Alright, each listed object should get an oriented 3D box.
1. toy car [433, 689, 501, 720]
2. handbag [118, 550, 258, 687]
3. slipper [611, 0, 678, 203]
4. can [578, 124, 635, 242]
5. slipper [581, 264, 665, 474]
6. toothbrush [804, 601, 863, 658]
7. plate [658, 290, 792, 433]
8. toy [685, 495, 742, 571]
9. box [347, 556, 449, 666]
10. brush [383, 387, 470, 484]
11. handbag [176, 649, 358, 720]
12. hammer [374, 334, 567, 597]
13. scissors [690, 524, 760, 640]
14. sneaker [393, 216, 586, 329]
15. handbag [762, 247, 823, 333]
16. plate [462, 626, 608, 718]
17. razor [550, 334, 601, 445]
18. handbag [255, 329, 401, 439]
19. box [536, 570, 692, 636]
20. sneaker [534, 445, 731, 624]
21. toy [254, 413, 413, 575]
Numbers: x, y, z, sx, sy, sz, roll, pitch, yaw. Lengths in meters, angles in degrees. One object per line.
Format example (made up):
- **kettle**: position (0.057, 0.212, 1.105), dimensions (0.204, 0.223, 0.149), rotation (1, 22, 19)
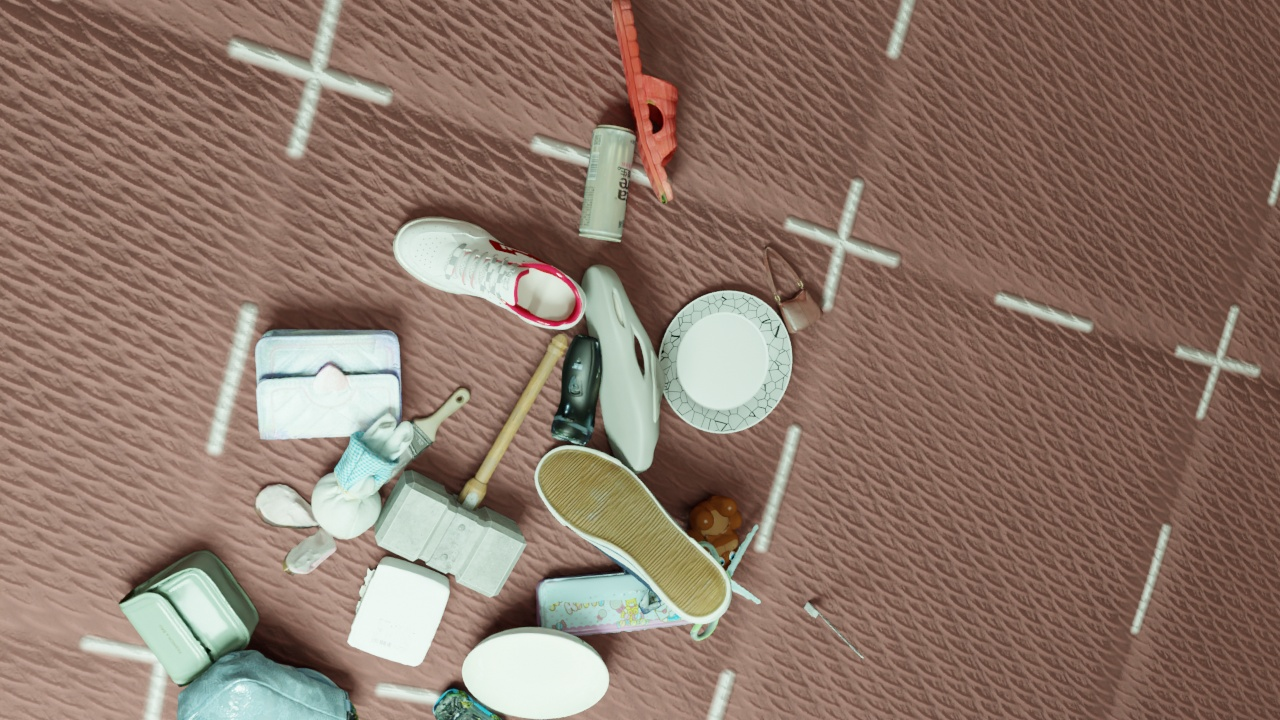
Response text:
- **toy car**: position (-0.219, 0.458, 1.171), dimensions (0.048, 0.032, 0.105), rotation (-48, 112, -7)
- **handbag**: position (-0.511, 0.295, 1.047), dimensions (0.106, 0.067, 0.122), rotation (-31, 104, -10)
- **slipper**: position (0.016, -0.316, 1.109), dimensions (0.059, 0.103, 0.249), rotation (-13, 98, 0)
- **can**: position (-0.041, -0.217, 1.128), dimensions (0.054, 0.054, 0.135), rotation (7, 95, -17)
- **slipper**: position (-0.007, 0.007, 1.148), dimensions (0.080, 0.113, 0.266), rotation (-15, 96, -26)
- **toothbrush**: position (0.255, 0.360, 1.221), dimensions (0.010, 0.181, 0.010), rotation (31, 90, -12)
- **plate**: position (0.111, 0.002, 1.220), dimensions (0.188, 0.016, 0.188), rotation (-2, 97, -16)
- **toy**: position (0.102, 0.244, 1.224), dimensions (0.094, 0.065, 0.128), rotation (-21, 107, -22)
- **box**: position (-0.297, 0.302, 1.129), dimensions (0.102, 0.091, 0.107), rotation (22, 85, -10)
- **brush**: position (-0.267, 0.088, 1.121), dimensions (0.151, 0.012, 0.039), rotation (-41, 106, -8)
- **handbag**: position (-0.429, 0.399, 1.055), dimensions (0.122, 0.118, 0.192), rotation (-44, 126, 2)
- **hammer**: position (-0.172, 0.107, 1.114), dimensions (0.162, 0.083, 0.317), rotation (31, 88, -18)
- **scissors**: position (0.111, 0.288, 1.204), dimensions (0.172, 0.021, 0.171), rotation (38, 75, -34)
- **sneaker**: position (-0.171, -0.102, 1.077), dimensions (0.236, 0.104, 0.090), rotation (26, 89, -17)
- **handbag**: position (0.197, -0.099, 1.230), dimensions (0.055, 0.029, 0.119), rotation (-32, 99, -13)
- **plate**: position (-0.130, 0.386, 1.154), dimensions (0.182, 0.034, 0.183), rotation (1, 128, 1)
- **razor**: position (-0.079, 0.038, 1.136), dimensions (0.053, 0.063, 0.141), rotation (12, 108, 12)
- **handbag**: position (-0.357, 0.029, 1.060), dimensions (0.158, 0.069, 0.126), rotation (-1, 99, -19)
- **box**: position (-0.028, 0.313, 1.201), dimensions (0.214, 0.065, 0.078), rotation (-1, 84, -16)
- **sneaker**: position (-0.011, 0.223, 1.149), dimensions (0.294, 0.127, 0.120), rotation (38, 79, 17)
- **toy**: position (-0.335, 0.144, 1.070), dimensions (0.205, 0.131, 0.105), rotation (-47, 151, 5)
